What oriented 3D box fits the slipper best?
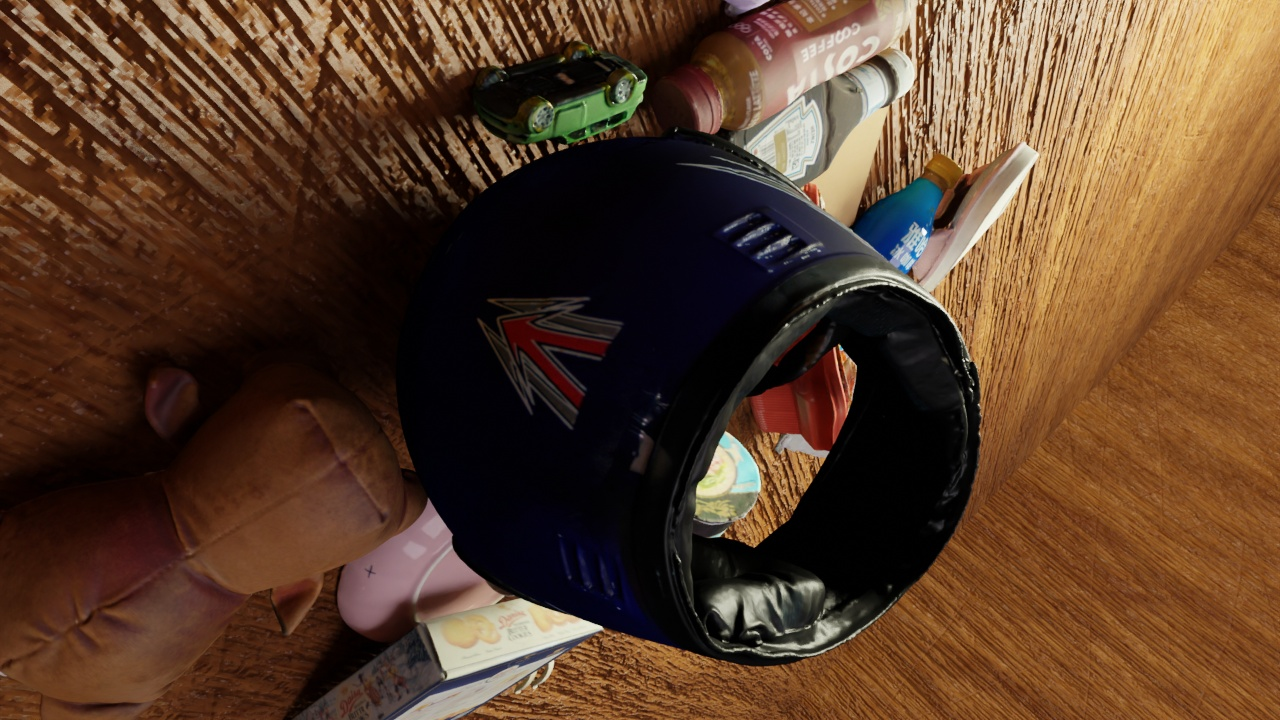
[{"bbox_3d":[0.308,-0.138,0.886,0.114,0.054,0.274,-48,168,-3],"label":"slipper"}]

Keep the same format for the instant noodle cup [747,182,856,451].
[{"bbox_3d":[0.118,-0.017,0.695,0.079,0.188,0.164,-7,151,10],"label":"instant noodle cup"}]

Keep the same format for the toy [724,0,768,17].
[{"bbox_3d":[0.051,-0.212,0.464,0.084,0.039,0.107,-23,162,36],"label":"toy"}]

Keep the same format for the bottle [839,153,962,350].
[{"bbox_3d":[0.204,-0.089,0.817,0.219,0.065,0.065,-52,152,7],"label":"bottle"}]

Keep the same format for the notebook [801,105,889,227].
[{"bbox_3d":[0.112,-0.121,0.709,0.207,0.008,0.148,-32,148,-27],"label":"notebook"}]

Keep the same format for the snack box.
[{"bbox_3d":[-0.150,0.245,0.714,0.183,0.045,0.177,-39,157,25],"label":"snack box"}]

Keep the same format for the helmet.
[{"bbox_3d":[0.019,0.017,0.497,0.315,0.240,0.247,25,93,-50],"label":"helmet"}]

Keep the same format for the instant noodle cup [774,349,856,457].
[{"bbox_3d":[0.212,0.022,0.916,0.174,0.060,0.137,-62,171,32],"label":"instant noodle cup"}]

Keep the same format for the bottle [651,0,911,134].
[{"bbox_3d":[0.084,-0.181,0.541,0.174,0.057,0.058,-35,149,-23],"label":"bottle"}]

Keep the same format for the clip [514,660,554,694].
[{"bbox_3d":[-0.107,0.262,0.880,0.034,0.082,0.104,8,100,-56],"label":"clip"}]

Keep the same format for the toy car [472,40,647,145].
[{"bbox_3d":[-0.039,-0.129,0.453,0.091,0.043,0.036,-25,145,-34],"label":"toy car"}]

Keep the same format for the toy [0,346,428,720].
[{"bbox_3d":[-0.209,0.079,0.424,0.199,0.140,0.131,-36,-169,-17],"label":"toy"}]

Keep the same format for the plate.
[{"bbox_3d":[-0.127,0.142,0.676,0.192,0.039,0.193,-34,149,-24],"label":"plate"}]

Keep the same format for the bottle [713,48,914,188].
[{"bbox_3d":[0.113,-0.162,0.619,0.194,0.044,0.080,-34,136,-27],"label":"bottle"}]

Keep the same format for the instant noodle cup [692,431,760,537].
[{"bbox_3d":[0.034,0.131,0.829,0.111,0.111,0.121,-23,151,-38],"label":"instant noodle cup"}]

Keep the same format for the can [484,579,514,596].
[{"bbox_3d":[-0.056,0.128,0.652,0.116,0.058,0.059,-1,127,-53],"label":"can"}]
